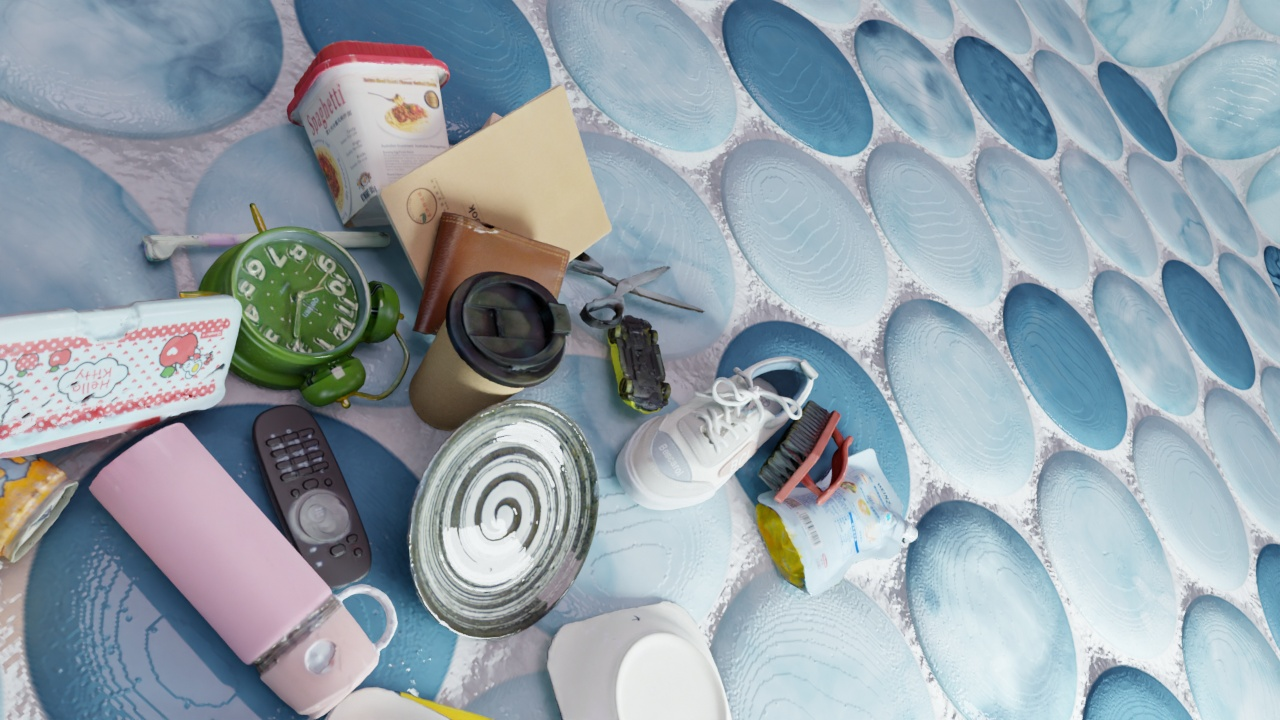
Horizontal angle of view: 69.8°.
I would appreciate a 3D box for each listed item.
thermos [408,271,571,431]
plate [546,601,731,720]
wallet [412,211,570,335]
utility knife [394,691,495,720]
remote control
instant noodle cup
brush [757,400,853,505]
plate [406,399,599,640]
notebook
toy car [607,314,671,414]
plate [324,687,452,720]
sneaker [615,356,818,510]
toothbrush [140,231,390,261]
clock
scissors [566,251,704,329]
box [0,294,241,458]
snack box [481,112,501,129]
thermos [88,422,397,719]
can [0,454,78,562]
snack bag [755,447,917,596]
[{"bbox_3d":[-0.121,-0.001,0.695,0.093,0.144,0.093,18,55,-26],"label":"thermos"},{"bbox_3d":[0.016,0.267,0.702,0.164,0.034,0.163,0,63,-43],"label":"plate"},{"bbox_3d":[-0.123,-0.059,0.762,0.124,0.032,0.101,14,93,-43],"label":"wallet"},{"bbox_3d":[-0.086,0.276,0.645,0.223,0.015,0.033,27,55,-22],"label":"utility knife"},{"bbox_3d":[-0.230,0.095,0.639,0.053,0.024,0.136,-17,76,-43],"label":"remote control"},{"bbox_3d":[-0.216,-0.183,0.764,0.116,0.117,0.124,-13,85,-41],"label":"instant noodle cup"},{"bbox_3d":[0.171,0.090,0.900,0.069,0.063,0.145,38,28,7],"label":"brush"},{"bbox_3d":[-0.100,0.116,0.683,0.179,0.024,0.179,-8,101,-45],"label":"plate"},{"bbox_3d":[-0.114,-0.126,0.788,0.207,0.008,0.148,-41,127,-33],"label":"notebook"},{"bbox_3d":[-0.005,0.005,0.851,0.048,0.032,0.105,8,52,-30],"label":"toy car"},{"bbox_3d":[-0.146,0.301,0.561,0.163,0.034,0.163,35,57,-15],"label":"plate"},{"bbox_3d":[0.082,0.060,0.846,0.241,0.091,0.089,-28,82,-42],"label":"sneaker"},{"bbox_3d":[-0.283,-0.092,0.715,0.189,0.020,0.029,-9,38,-41],"label":"toothbrush"},{"bbox_3d":[-0.242,-0.031,0.675,0.161,0.056,0.115,38,53,-23],"label":"clock"},{"bbox_3d":[-0.015,-0.071,0.885,0.181,0.014,0.159,24,36,-13],"label":"scissors"},{"bbox_3d":[-0.327,-0.003,0.525,0.095,0.101,0.201,47,23,9],"label":"box"},{"bbox_3d":[-0.122,-0.156,0.867,0.084,0.026,0.157,24,53,-24],"label":"snack box"},{"bbox_3d":[-0.242,0.127,0.579,0.198,0.067,0.087,47,61,-2],"label":"thermos"},{"bbox_3d":[-0.402,0.053,0.514,0.146,0.058,0.058,36,48,-14],"label":"can"},{"bbox_3d":[0.199,0.157,0.910,0.190,0.039,0.110,-12,61,-41],"label":"snack bag"}]
